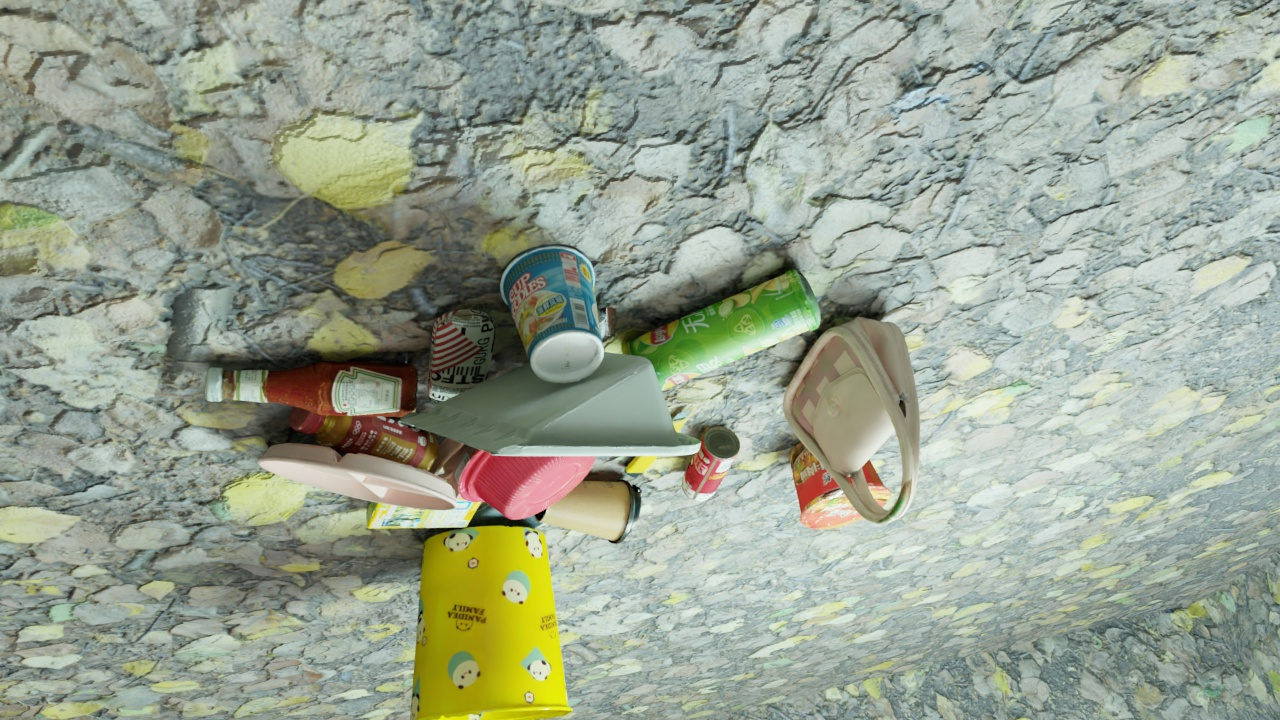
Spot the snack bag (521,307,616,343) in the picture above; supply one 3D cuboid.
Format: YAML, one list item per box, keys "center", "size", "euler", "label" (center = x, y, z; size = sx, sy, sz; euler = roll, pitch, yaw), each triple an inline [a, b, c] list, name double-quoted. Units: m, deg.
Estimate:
- center: [-0.078, -0.037, 0.984]
  size: [0.104, 0.026, 0.048]
  euler: [-9, 136, -11]
  label: "snack bag"

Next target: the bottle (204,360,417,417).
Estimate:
- center: [-0.338, 0.028, 0.952]
  size: [0.206, 0.059, 0.060]
  euler: [2, 144, -18]
  label: "bottle"

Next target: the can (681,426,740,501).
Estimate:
- center: [0.098, 0.151, 1.312]
  size: [0.053, 0.053, 0.133]
  euler: [-4, 146, -17]
  label: "can"

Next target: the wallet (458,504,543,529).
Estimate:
- center: [-0.194, 0.235, 1.356]
  size: [0.097, 0.019, 0.120]
  euler: [-32, 146, 24]
  label: "wallet"

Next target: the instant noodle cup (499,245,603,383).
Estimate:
- center: [-0.080, -0.040, 0.892]
  size: [0.099, 0.109, 0.099]
  euler: [-10, 138, -9]
  label: "instant noodle cup"

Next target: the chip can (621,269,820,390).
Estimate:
- center: [0.089, -0.030, 1.021]
  size: [0.221, 0.072, 0.072]
  euler: [-23, 146, 12]
  label: "chip can"

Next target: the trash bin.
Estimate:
- center: [-0.222, 0.387, 1.327]
  size: [0.229, 0.255, 0.230]
  euler: [-5, 156, -3]
  label: "trash bin"

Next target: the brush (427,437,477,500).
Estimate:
- center: [-0.211, 0.110, 1.119]
  size: [0.073, 0.063, 0.146]
  euler: [-2, 145, -36]
  label: "brush"

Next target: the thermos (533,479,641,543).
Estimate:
- center: [-0.075, 0.208, 1.306]
  size: [0.143, 0.093, 0.093]
  euler: [13, 138, -24]
  label: "thermos"

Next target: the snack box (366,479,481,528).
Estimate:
- center: [-0.293, 0.195, 1.244]
  size: [0.140, 0.033, 0.087]
  euler: [2, 144, -27]
  label: "snack box"

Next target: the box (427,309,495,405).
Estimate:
- center: [-0.193, 0.004, 0.982]
  size: [0.068, 0.051, 0.165]
  euler: [8, 144, -9]
  label: "box"

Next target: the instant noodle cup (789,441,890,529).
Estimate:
- center: [0.290, 0.176, 1.376]
  size: [0.138, 0.108, 0.138]
  euler: [-10, 147, -7]
  label: "instant noodle cup"

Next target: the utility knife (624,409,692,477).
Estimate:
- center: [0.024, 0.114, 1.262]
  size: [0.033, 0.015, 0.172]
  euler: [2, 143, -34]
  label: "utility knife"

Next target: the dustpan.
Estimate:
- center: [-0.071, 0.079, 0.949]
  size: [0.257, 0.143, 0.223]
  euler: [-30, -159, -30]
  label: "dustpan"

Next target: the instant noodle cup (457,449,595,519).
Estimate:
- center: [-0.125, 0.129, 1.117]
  size: [0.193, 0.066, 0.194]
  euler: [-32, 157, -16]
  label: "instant noodle cup"

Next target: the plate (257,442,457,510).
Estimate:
- center: [-0.323, 0.136, 1.066]
  size: [0.229, 0.028, 0.230]
  euler: [10, 163, 3]
  label: "plate"

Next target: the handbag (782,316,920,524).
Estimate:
- center: [0.273, 0.086, 1.117]
  size: [0.093, 0.234, 0.194]
  euler: [-4, 146, -20]
  label: "handbag"

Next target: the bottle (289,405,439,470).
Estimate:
- center: [-0.312, 0.083, 1.043]
  size: [0.058, 0.057, 0.174]
  euler: [-32, 144, 25]
  label: "bottle"
